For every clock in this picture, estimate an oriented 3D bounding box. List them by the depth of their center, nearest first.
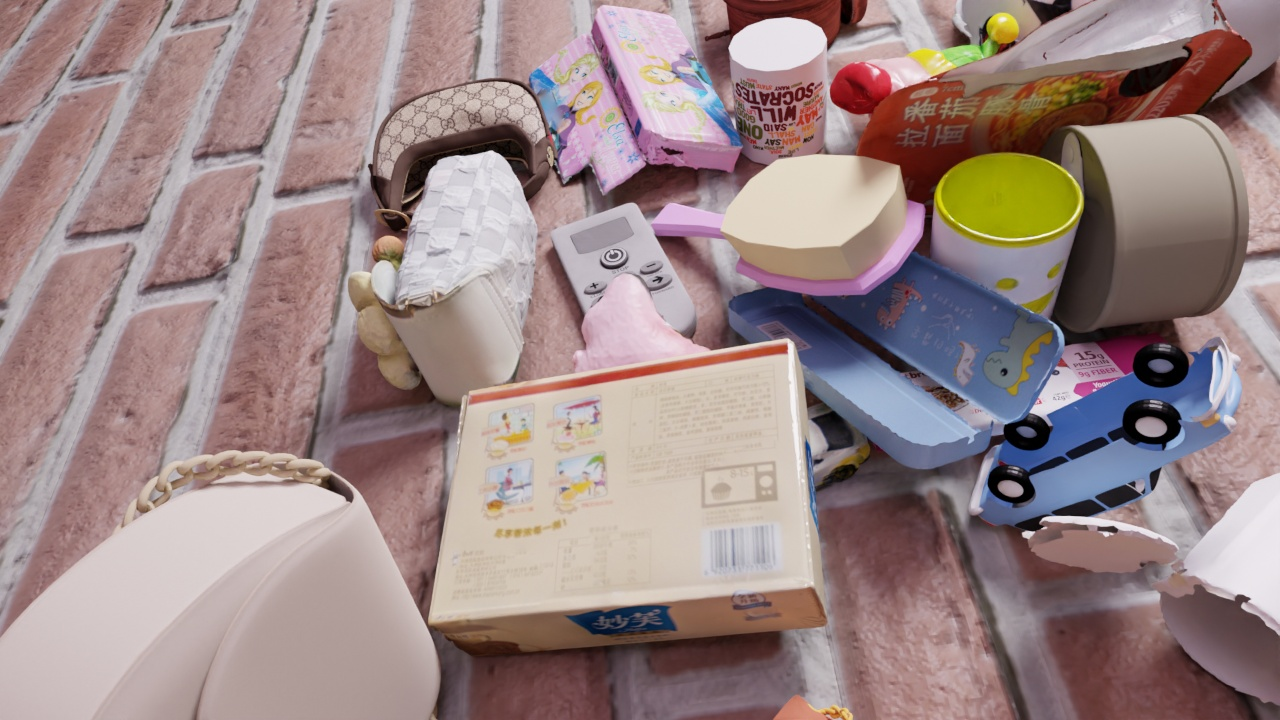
[{"bbox_3d":[0.144,-0.342,0.857,0.157,0.072,0.120,-41,54,-21],"label":"clock"}]

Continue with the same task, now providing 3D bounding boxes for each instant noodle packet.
[{"bbox_3d":[0.246,-0.163,0.614,0.221,0.164,0.084,-15,73,-2],"label":"instant noodle packet"}]

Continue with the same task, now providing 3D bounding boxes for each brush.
[{"bbox_3d":[0.082,-0.099,0.633,0.229,0.043,0.089,17,62,48],"label":"brush"}]

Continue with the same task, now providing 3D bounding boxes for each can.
[{"bbox_3d":[0.302,-0.084,0.567,0.073,0.128,0.127,-6,49,4],"label":"can"}]

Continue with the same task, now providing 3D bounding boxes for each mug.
[{"bbox_3d":[0.225,-0.064,0.580,0.082,0.106,0.082,-6,49,7],"label":"mug"},{"bbox_3d":[0.117,-0.228,0.753,0.073,0.090,0.105,9,52,19],"label":"mug"}]

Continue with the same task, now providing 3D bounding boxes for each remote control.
[{"bbox_3d":[-0.014,-0.061,0.685,0.074,0.019,0.151,-21,49,-6],"label":"remote control"}]

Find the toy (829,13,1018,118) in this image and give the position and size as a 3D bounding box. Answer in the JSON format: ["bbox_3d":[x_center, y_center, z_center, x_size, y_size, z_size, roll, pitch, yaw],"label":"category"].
[{"bbox_3d":[0.235,-0.209,0.715,0.131,0.097,0.124,-20,60,-24],"label":"toy"}]

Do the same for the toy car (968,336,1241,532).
[{"bbox_3d":[0.238,0.044,0.472,0.055,0.154,0.056,40,50,-5],"label":"toy car"}]

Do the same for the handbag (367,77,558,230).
[{"bbox_3d":[-0.155,-0.168,0.784,0.166,0.063,0.138,-11,57,5],"label":"handbag"}]

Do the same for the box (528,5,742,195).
[{"bbox_3d":[-0.015,-0.236,0.808,0.159,0.066,0.230,-17,49,-2],"label":"box"}]

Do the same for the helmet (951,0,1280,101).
[{"bbox_3d":[0.387,-0.326,0.733,0.236,0.164,0.264,-30,50,-15],"label":"helmet"}]

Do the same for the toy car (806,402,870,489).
[{"bbox_3d":[0.086,0.059,0.553,0.105,0.033,0.048,-25,51,-9],"label":"toy car"}]

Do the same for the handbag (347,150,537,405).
[{"bbox_3d":[-0.138,-0.061,0.654,0.123,0.112,0.171,-7,49,15],"label":"handbag"}]

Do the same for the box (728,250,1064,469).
[{"bbox_3d":[0.148,-0.014,0.566,0.120,0.049,0.209,-39,38,-4],"label":"box"}]

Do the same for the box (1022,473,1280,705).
[{"bbox_3d":[0.277,0.091,0.441,0.136,0.083,0.143,-39,80,-18],"label":"box"}]

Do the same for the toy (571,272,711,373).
[{"bbox_3d":[-0.004,0.004,0.604,0.102,0.050,0.093,42,93,11],"label":"toy"}]

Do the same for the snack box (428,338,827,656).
[{"bbox_3d":[-0.007,0.078,0.519,0.208,0.055,0.153,-10,52,15],"label":"snack box"}]

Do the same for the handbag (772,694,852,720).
[{"bbox_3d":[0.111,0.231,0.386,0.172,0.060,0.108,28,56,30],"label":"handbag"}]

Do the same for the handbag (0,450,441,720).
[{"bbox_3d":[-0.187,0.164,0.402,0.103,0.211,0.208,13,46,22],"label":"handbag"}]

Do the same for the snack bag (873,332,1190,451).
[{"bbox_3d":[0.233,0.017,0.560,0.196,0.016,0.070,-9,33,4],"label":"snack bag"}]
